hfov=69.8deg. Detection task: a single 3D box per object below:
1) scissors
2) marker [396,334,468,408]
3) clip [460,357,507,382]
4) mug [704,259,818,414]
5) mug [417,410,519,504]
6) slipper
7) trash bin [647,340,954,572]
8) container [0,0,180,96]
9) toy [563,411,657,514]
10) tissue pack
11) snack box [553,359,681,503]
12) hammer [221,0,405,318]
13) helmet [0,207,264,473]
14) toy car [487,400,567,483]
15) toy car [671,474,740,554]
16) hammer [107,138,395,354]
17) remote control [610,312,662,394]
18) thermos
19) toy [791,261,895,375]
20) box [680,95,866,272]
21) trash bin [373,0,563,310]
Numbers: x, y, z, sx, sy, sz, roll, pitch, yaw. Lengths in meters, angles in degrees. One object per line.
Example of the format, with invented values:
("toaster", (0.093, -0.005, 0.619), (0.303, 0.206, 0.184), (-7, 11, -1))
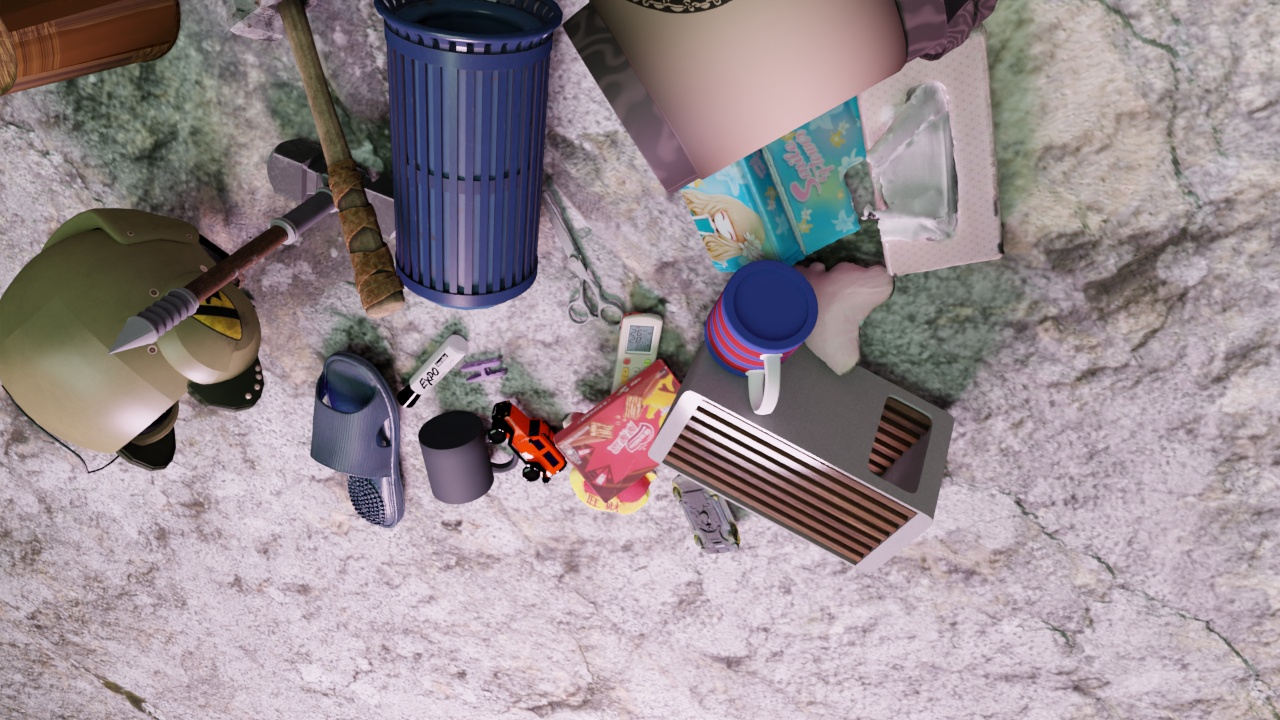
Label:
("scissors", (-0.049, -0.086, 0.866), (0.090, 0.014, 0.172), (8, 127, 14))
("marker", (-0.228, 0.015, 0.995), (0.025, 0.025, 0.126), (43, 127, -10))
("clip", (-0.168, 0.007, 0.976), (0.053, 0.013, 0.037), (4, 125, 15))
("mug", (0.096, -0.014, 0.732), (0.075, 0.111, 0.076), (-1, 164, -8))
("mug", (-0.188, 0.105, 1.022), (0.105, 0.071, 0.077), (-9, 123, -5))
("slipper", (-0.335, 0.108, 1.057), (0.101, 0.082, 0.264), (22, 131, 23))
("trash bin", (0.143, 0.069, 0.820), (0.229, 0.114, 0.115), (28, 141, 1))
("container", (-0.515, -0.303, 0.796), (0.132, 0.166, 0.132), (10, 126, 14))
("toy", (-0.032, 0.114, 0.968), (0.106, 0.067, 0.137), (3, 130, 21))
("tissue pack", (0.212, -0.149, 0.685), (0.104, 0.071, 0.181), (-9, 123, 13))
("snack box", (-0.008, 0.070, 0.905), (0.133, 0.021, 0.089), (-36, 116, 2))
("hammer", (-0.259, -0.191, 0.771), (0.122, 0.048, 0.318), (-20, 86, 30))
("helmet", (-0.489, -0.032, 0.904), (0.251, 0.254, 0.233), (-28, 113, 32))
("toy car", (-0.120, 0.084, 0.983), (0.049, 0.051, 0.100), (-31, 115, 13))
("toy car", (0.072, 0.158, 0.975), (0.048, 0.032, 0.105), (-12, 113, 29))
("hammer", (-0.323, -0.093, 0.770), (0.156, 0.321, 0.043), (22, 128, 6))
("remote control", (-0.005, 0.005, 0.902), (0.038, 0.018, 0.126), (3, 126, -9))
("thermos", (0.079, -0.222, 0.581), (0.226, 0.172, 0.173), (-32, 109, 8))
("toy", (0.160, -0.048, 0.788), (0.096, 0.052, 0.099), (30, 111, 26))
("box", (0.086, -0.180, 0.714), (0.173, 0.083, 0.227), (-13, 117, 28))
("trash bin", (-0.144, -0.172, 0.767), (0.139, 0.139, 0.250), (16, 128, 10))
